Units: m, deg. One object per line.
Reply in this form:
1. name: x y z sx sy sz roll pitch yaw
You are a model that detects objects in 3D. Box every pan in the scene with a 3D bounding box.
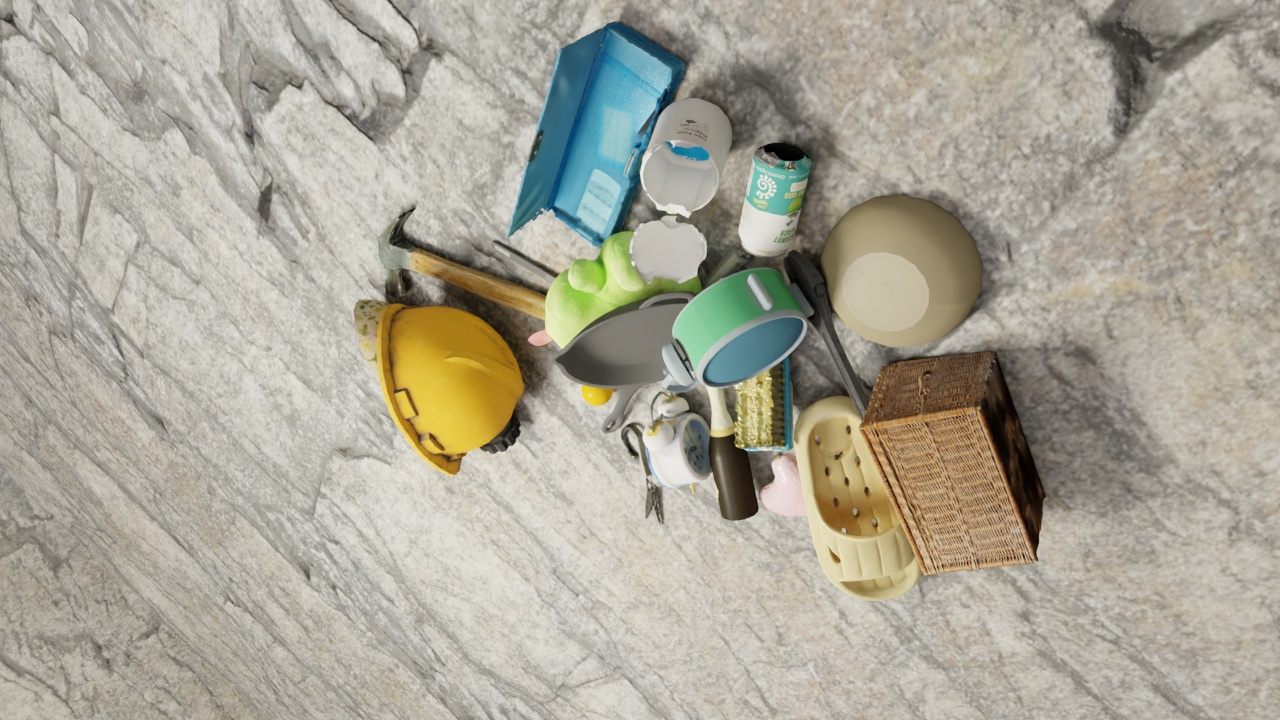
1. pan: -0.006 0.006 1.042 0.355 0.216 0.024 115 145 -60

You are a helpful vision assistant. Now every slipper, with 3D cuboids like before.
1. slipper: 0.233 0.164 0.985 0.111 0.079 0.261 -19 108 7

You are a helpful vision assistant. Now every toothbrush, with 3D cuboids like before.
1. toothbrush: -0.115 -0.104 1.111 0.167 0.013 0.013 31 133 16
2. toothbrush: 0.061 -0.063 1.011 0.024 0.022 0.186 56 134 15

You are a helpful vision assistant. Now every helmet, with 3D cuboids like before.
1. helmet: -0.222 0.026 1.171 0.131 0.205 0.256 -13 141 9

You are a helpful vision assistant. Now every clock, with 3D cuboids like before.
1. clock: 0.084 -0.022 0.910 0.162 0.121 0.075 -43 61 30
2. clock: 0.041 0.094 1.084 0.052 0.088 0.125 -13 119 34

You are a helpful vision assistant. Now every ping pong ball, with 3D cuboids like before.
1. ping pong ball: -0.054 0.037 1.144 0.040 0.040 0.040 18 128 24

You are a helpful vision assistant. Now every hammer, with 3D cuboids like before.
1. hammer: -0.197 -0.097 1.160 0.331 0.033 0.132 21 128 21

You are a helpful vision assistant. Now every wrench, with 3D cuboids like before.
1. wrench: 0.208 0.013 0.924 0.273 0.018 0.073 63 172 -8

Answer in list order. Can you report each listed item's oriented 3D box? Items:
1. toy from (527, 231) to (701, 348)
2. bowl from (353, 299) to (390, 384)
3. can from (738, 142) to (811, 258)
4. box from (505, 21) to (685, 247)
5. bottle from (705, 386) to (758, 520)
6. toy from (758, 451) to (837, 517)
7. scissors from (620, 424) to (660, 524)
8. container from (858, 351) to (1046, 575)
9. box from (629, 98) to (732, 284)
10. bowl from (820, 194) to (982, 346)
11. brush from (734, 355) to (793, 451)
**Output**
1. toy: -0.032 -0.071 1.008 0.197 0.150 0.107 -24 67 44
2. bowl: -0.327 -0.026 1.251 0.063 0.145 0.145 -21 110 3
3. can: 0.128 -0.153 0.881 0.055 0.054 0.102 24 130 19
4. box: -0.052 -0.208 0.927 0.094 0.112 0.232 36 133 10
5. bottle: 0.099 0.094 1.069 0.045 0.045 0.184 -3 106 36
6. toy: 0.187 0.151 1.050 0.096 0.052 0.099 24 140 11
7. scissors: 0.009 0.148 1.196 0.150 0.012 0.165 49 145 4
8. container: 0.307 0.099 0.891 0.113 0.113 0.198 -13 113 34
9. box: 0.038 -0.161 0.873 0.084 0.146 0.137 16 130 2
10. bowl: 0.237 -0.075 0.863 0.152 0.050 0.152 18 128 24
11. brush: 0.138 0.030 0.989 0.055 0.075 0.136 -3 86 35
